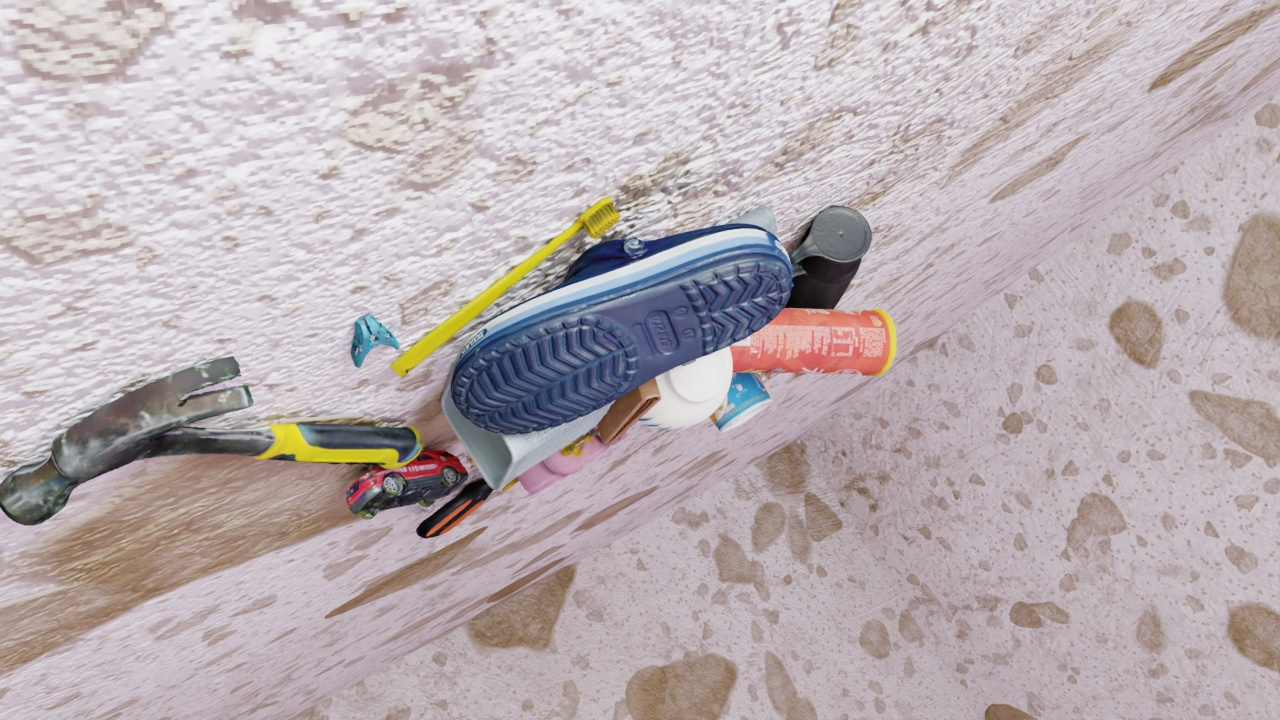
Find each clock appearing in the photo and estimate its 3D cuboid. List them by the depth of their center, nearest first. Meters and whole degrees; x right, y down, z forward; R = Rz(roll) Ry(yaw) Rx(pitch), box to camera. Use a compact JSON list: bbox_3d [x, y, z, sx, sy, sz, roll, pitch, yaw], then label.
[{"bbox_3d":[-0.077,0.086,0.959,0.117,0.060,0.159,-31,179,-44],"label":"clock"}]

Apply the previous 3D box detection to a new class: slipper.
[{"bbox_3d":[-0.022,-0.036,0.635,0.253,0.095,0.105,-23,137,10],"label":"slipper"}]

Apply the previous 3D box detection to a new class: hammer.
[{"bbox_3d":[-0.235,0.055,0.610,0.126,0.032,0.323,-33,167,10],"label":"hammer"}]

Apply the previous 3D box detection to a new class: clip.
[{"bbox_3d":[-0.165,-0.013,0.561,0.034,0.013,0.055,-28,169,-21],"label":"clip"}]

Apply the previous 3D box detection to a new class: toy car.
[{"bbox_3d":[-0.213,0.110,0.833,0.053,0.045,0.120,-41,162,27],"label":"toy car"}]

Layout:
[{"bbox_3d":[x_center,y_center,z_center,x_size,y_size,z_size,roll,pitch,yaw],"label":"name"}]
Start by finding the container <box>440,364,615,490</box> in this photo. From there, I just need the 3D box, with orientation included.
[{"bbox_3d":[-0.088,0.032,0.744,0.111,0.090,0.090,-29,167,-29],"label":"container"}]

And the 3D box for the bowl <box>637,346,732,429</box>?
[{"bbox_3d":[0.036,0.007,0.828,0.116,0.116,0.066,-26,-167,-23],"label":"bowl"}]

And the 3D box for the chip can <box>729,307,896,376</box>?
[{"bbox_3d":[0.152,-0.020,0.941,0.216,0.073,0.073,0,156,-18],"label":"chip can"}]

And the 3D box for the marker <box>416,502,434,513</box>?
[{"bbox_3d":[-0.236,0.145,0.977,0.017,0.017,0.145,-29,167,-13],"label":"marker"}]

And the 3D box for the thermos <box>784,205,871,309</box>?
[{"bbox_3d":[0.175,-0.083,0.979,0.090,0.068,0.243,-19,164,-5],"label":"thermos"}]

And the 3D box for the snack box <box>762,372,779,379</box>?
[{"bbox_3d":[0.141,-0.027,1.070,0.025,0.075,0.153,-32,167,-1],"label":"snack box"}]

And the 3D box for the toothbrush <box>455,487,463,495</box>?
[{"bbox_3d":[-0.142,0.130,1.133,0.191,0.018,0.016,-24,164,-32],"label":"toothbrush"}]

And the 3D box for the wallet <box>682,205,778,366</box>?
[{"bbox_3d":[0.060,-0.059,0.770,0.129,0.037,0.107,-28,127,-18],"label":"wallet"}]

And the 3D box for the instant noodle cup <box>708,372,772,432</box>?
[{"bbox_3d":[0.094,0.021,1.066,0.099,0.110,0.099,-30,168,-7],"label":"instant noodle cup"}]

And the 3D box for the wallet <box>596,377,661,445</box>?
[{"bbox_3d":[-0.022,0.008,0.772,0.020,0.101,0.116,-6,157,-26],"label":"wallet"}]

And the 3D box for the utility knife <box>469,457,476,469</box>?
[{"bbox_3d":[-0.156,0.081,0.924,0.033,0.015,0.177,-19,164,-24],"label":"utility knife"}]

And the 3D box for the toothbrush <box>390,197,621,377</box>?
[{"bbox_3d":[-0.091,-0.044,0.604,0.190,0.016,0.015,-35,167,15],"label":"toothbrush"}]

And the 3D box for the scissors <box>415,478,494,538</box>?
[{"bbox_3d":[-0.163,0.133,1.076,0.234,0.021,0.140,-35,169,-20],"label":"scissors"}]
